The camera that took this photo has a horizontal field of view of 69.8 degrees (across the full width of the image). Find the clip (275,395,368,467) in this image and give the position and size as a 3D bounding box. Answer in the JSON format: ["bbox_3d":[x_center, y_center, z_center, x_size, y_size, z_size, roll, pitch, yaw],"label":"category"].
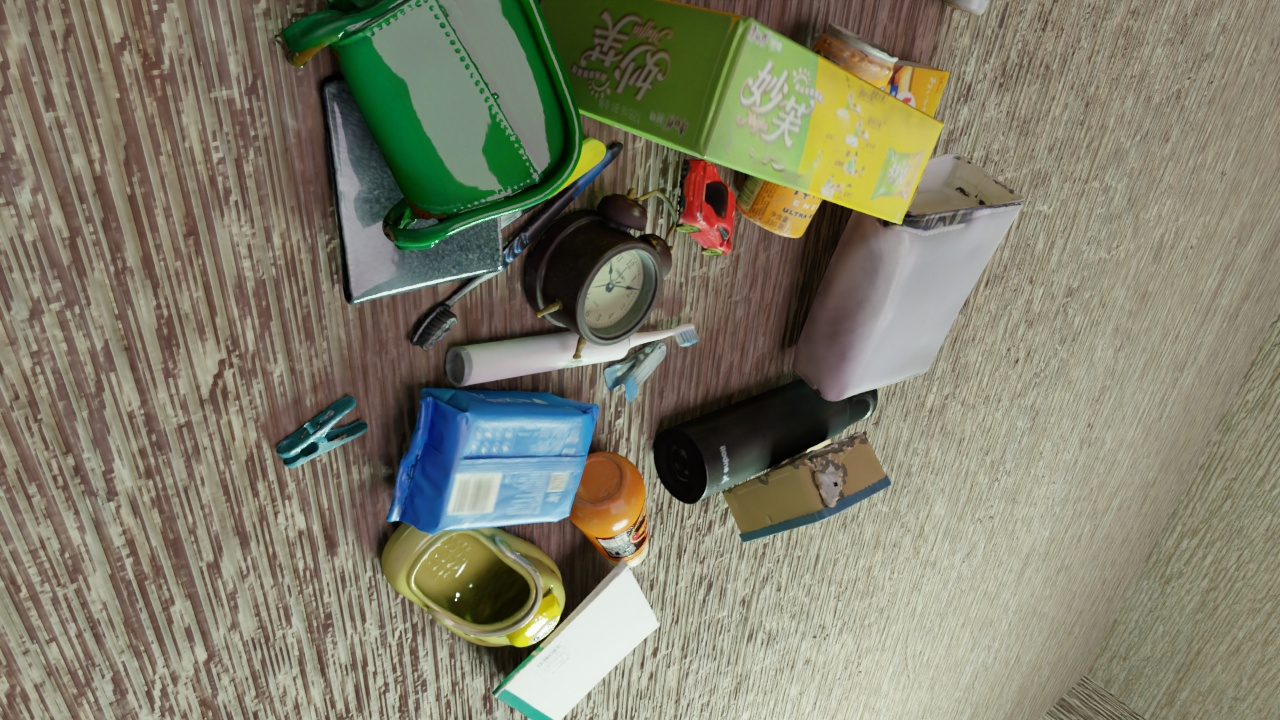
[{"bbox_3d":[-0.194,0.045,0.556,0.055,0.014,0.039,-33,137,-26],"label":"clip"}]

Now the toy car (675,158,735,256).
[{"bbox_3d":[0.051,-0.106,0.652,0.106,0.031,0.049,26,69,-70],"label":"toy car"}]

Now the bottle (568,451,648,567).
[{"bbox_3d":[-0.021,0.134,0.766,0.066,0.067,0.150,-40,147,-17],"label":"bottle"}]

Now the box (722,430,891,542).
[{"bbox_3d":[0.147,0.122,0.857,0.089,0.059,0.185,-21,169,-23],"label":"box"}]

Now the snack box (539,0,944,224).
[{"bbox_3d":[0.057,-0.151,0.546,0.209,0.158,0.070,4,111,-47],"label":"snack box"}]

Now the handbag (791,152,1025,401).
[{"bbox_3d":[0.220,-0.071,0.803,0.144,0.098,0.197,-21,142,-35],"label":"handbag"}]

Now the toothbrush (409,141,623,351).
[{"bbox_3d":[-0.075,-0.075,0.585,0.189,0.016,0.014,-46,147,-11],"label":"toothbrush"}]

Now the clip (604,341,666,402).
[{"bbox_3d":[-0.001,0.004,0.719,0.058,0.045,0.027,-41,139,-24],"label":"clip"}]

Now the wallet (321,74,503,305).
[{"bbox_3d":[-0.123,-0.097,0.506,0.097,0.019,0.121,-18,119,-37],"label":"wallet"}]

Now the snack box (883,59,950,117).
[{"bbox_3d":[0.188,-0.199,0.743,0.140,0.034,0.087,-11,126,-42],"label":"snack box"}]

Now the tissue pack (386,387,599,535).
[{"bbox_3d":[-0.098,0.066,0.633,0.156,0.052,0.095,5,107,-47],"label":"tissue pack"}]

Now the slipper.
[{"bbox_3d":[-0.114,0.176,0.685,0.091,0.081,0.190,-46,139,-6],"label":"slipper"}]

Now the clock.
[{"bbox_3d":[-0.021,-0.063,0.615,0.122,0.055,0.082,-49,141,-8],"label":"clock"}]

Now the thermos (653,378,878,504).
[{"bbox_3d":[0.120,0.050,0.848,0.241,0.069,0.090,-19,98,-38],"label":"thermos"}]

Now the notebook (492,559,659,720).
[{"bbox_3d":[-0.050,0.265,0.832,0.150,0.012,0.209,-42,154,-14],"label":"notebook"}]

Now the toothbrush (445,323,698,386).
[{"bbox_3d":[-0.038,-0.010,0.662,0.220,0.026,0.027,-10,165,-41],"label":"toothbrush"}]

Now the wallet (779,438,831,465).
[{"bbox_3d":[0.181,0.129,0.993,0.087,0.024,0.115,-43,142,-11],"label":"wallet"}]

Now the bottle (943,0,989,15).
[{"bbox_3d":[0.289,-0.371,0.697,0.059,0.060,0.206,-8,127,-42],"label":"bottle"}]

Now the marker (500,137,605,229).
[{"bbox_3d":[-0.073,-0.101,0.569,0.124,0.015,0.018,-38,135,-14],"label":"marker"}]

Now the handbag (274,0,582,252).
[{"bbox_3d":[-0.100,-0.134,0.460,0.120,0.068,0.131,-33,127,-17],"label":"handbag"}]

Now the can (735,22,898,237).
[{"bbox_3d":[0.126,-0.164,0.669,0.058,0.058,0.146,-3,129,-44],"label":"can"}]
